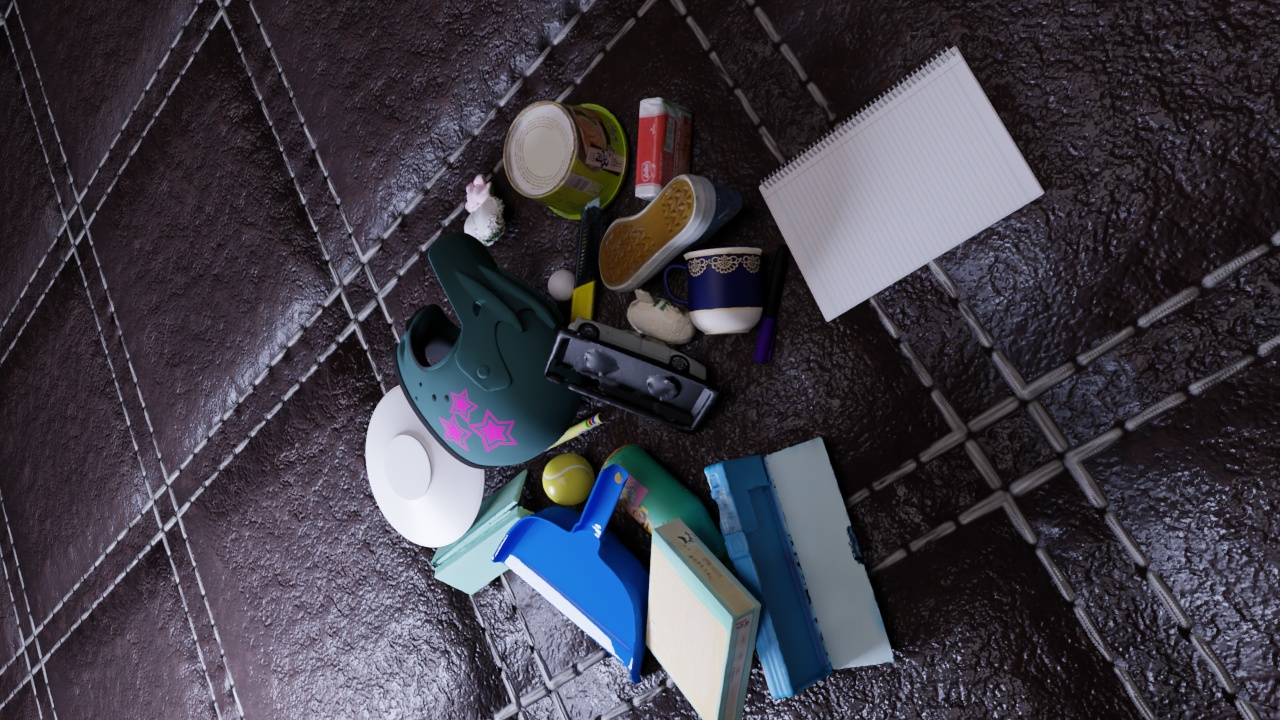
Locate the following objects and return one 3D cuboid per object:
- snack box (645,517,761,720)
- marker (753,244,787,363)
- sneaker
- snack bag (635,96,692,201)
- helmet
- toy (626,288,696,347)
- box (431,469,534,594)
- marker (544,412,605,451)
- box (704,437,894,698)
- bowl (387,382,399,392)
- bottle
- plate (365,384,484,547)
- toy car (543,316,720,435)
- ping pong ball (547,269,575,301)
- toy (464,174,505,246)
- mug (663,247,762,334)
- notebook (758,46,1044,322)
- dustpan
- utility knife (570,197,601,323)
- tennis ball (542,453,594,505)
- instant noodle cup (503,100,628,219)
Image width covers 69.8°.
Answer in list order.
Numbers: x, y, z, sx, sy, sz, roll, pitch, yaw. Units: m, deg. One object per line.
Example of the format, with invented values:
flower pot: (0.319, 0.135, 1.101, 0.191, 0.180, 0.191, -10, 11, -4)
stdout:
snack box: (0.061, 0.287, 0.988, 0.141, 0.044, 0.194, 43, 140, 43)
marker: (0.146, -0.062, 1.017, 0.018, 0.015, 0.134, 12, 97, 7)
sneaker: (0.031, -0.139, 1.056, 0.236, 0.079, 0.087, -29, 67, 56)
snack bag: (0.028, -0.240, 1.065, 0.036, 0.076, 0.116, 4, 91, 33)
helmet: (-0.185, -0.010, 1.144, 0.201, 0.176, 0.274, -45, 78, 27)
toy: (0.024, -0.043, 1.081, 0.087, 0.112, 0.050, 15, 54, 25)
box: (-0.200, 0.230, 1.249, 0.189, 0.077, 0.092, -39, 33, 30)
marker: (-0.099, 0.098, 1.190, 0.133, 0.014, 0.014, -27, 74, 32)
box: (0.166, 0.209, 0.951, 0.115, 0.093, 0.243, -25, 75, 37)
bowl: (-0.294, 0.096, 1.294, 0.147, 0.068, 0.147, 4, 97, 33)
bottle: (0.043, 0.182, 1.055, 0.210, 0.068, 0.068, 39, 111, 30)
plate: (-0.306, 0.143, 1.245, 0.230, 0.030, 0.229, 4, 97, 33)
toy car: (-0.006, 0.006, 1.052, 0.191, 0.071, 0.094, 20, 137, -4)
ping pong ball: (-0.099, -0.096, 1.176, 0.040, 0.040, 0.040, -1, 89, 35)
toy: (-0.214, -0.202, 1.261, 0.096, 0.041, 0.108, -29, 69, 47)
mug: (0.081, -0.074, 1.016, 0.112, 0.085, 0.089, -3, 90, 15)
notebook: (0.254, -0.178, 0.943, 0.246, 0.013, 0.178, -33, 72, 31)
dustpan: (-0.059, 0.227, 1.092, 0.245, 0.059, 0.258, 34, 117, 23)
utility knife: (-0.067, -0.118, 1.147, 0.029, 0.020, 0.173, 8, 107, 2)
tennis ball: (-0.090, 0.149, 1.151, 0.065, 0.065, 0.065, -1, 89, 35)
instant noodle cup: (-0.097, -0.254, 1.142, 0.146, 0.097, 0.146, -1, 89, 36)
